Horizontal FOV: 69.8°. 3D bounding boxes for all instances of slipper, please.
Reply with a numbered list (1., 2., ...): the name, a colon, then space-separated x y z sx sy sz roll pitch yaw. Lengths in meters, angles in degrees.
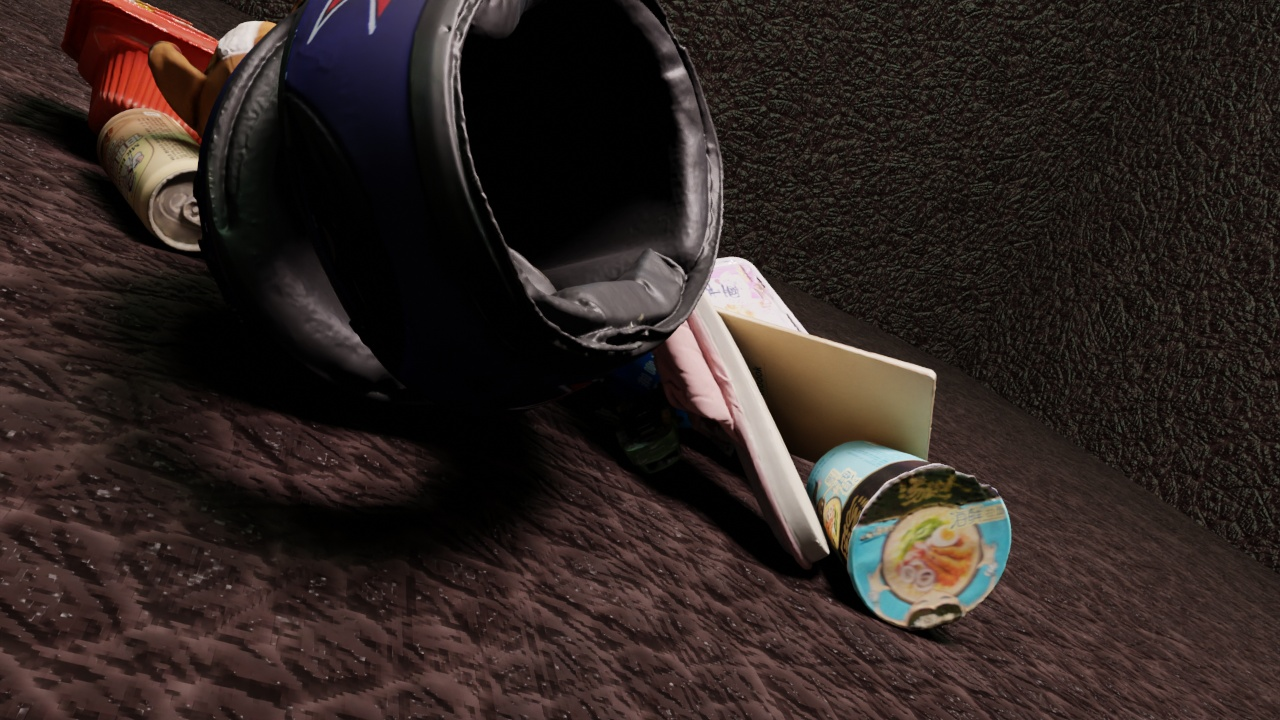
1. slipper: 0.047 0.017 0.624 0.274 0.054 0.114 64 8 13

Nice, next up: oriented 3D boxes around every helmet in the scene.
1. helmet: -0.105 -0.086 0.483 0.241 0.247 0.314 -13 17 25

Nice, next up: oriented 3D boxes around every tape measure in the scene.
1. tape measure: -0.049 0.008 0.684 0.058 0.039 0.057 26 13 -11

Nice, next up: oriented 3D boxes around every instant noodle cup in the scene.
1. instant noodle cup: -0.339 -0.193 0.698 0.188 0.079 0.165 19 -10 -33
2. instant noodle cup: 0.170 0.109 0.632 0.111 0.111 0.120 25 4 -15
3. instant noodle cup: 0.085 -0.029 0.949 0.137 0.060 0.173 -11 45 -23

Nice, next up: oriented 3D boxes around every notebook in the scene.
1. notebook: 0.122 0.030 0.711 0.208 0.008 0.148 19 -37 28

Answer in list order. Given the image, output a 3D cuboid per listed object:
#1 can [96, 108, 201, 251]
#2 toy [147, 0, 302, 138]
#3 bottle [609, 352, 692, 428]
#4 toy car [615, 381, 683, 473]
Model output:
1. can: -0.307 -0.119 0.595 0.058 0.058 0.116 14 19 -49
2. toy: -0.222 -0.150 0.625 0.199 0.140 0.130 58 11 -55
3. bottle: -0.004 0.004 0.735 0.219 0.065 0.065 30 12 10
4. toy car: 0.007 0.046 0.641 0.036 0.043 0.091 60 9 -21
